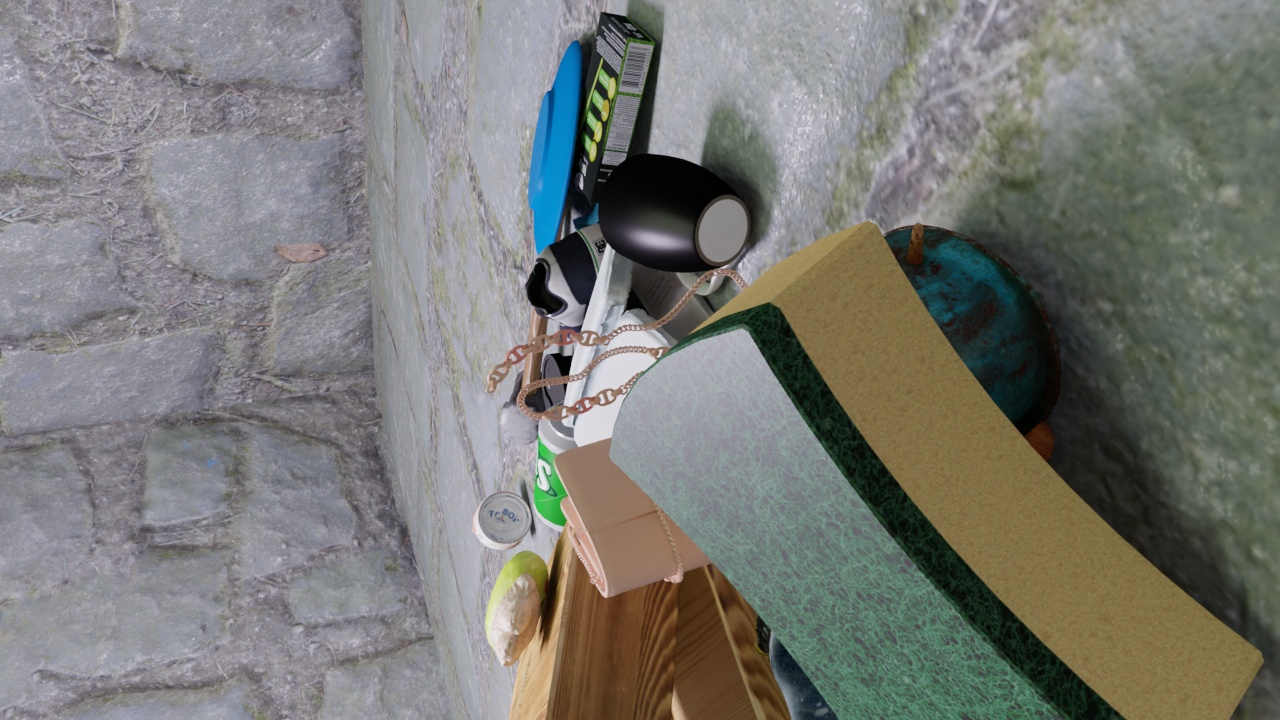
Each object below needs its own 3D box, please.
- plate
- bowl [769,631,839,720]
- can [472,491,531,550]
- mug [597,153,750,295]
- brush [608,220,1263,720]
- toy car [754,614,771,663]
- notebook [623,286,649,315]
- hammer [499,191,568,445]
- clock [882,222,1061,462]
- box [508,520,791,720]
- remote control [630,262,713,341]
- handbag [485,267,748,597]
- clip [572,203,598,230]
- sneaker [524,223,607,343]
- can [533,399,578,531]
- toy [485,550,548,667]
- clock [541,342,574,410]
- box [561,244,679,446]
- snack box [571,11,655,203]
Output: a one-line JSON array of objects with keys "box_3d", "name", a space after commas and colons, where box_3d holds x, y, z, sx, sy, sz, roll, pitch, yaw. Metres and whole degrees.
[{"box_3d": [-0.095, -0.214, 0.943, 0.224, 0.024, 0.224, -174, 91, -77], "name": "plate"}, {"box_3d": [0.129, 0.192, 0.572, 0.110, 0.055, 0.110, 172, 90, -69], "name": "bowl"}, {"box_3d": [-0.211, 0.245, 1.404, 0.043, 0.086, 0.086, 128, 130, -59], "name": "can"}, {"box_3d": [0.036, -0.093, 0.690, 0.100, 0.084, 0.119, 28, 154, 50], "name": "mug"}, {"box_3d": [0.106, 0.081, 0.416, 0.250, 0.075, 0.195, 49, 155, 4], "name": "brush"}, {"box_3d": [0.113, 0.213, 0.655, 0.107, 0.030, 0.049, -122, 33, -48], "name": "toy car"}, {"box_3d": [0.012, 0.038, 0.851, 0.170, 0.029, 0.208, 124, 137, -57], "name": "notebook"}, {"box_3d": [-0.121, -0.051, 1.105, 0.097, 0.052, 0.329, -77, -1, -61], "name": "hammer"}, {"box_3d": [0.144, 0.012, 0.448, 0.157, 0.073, 0.121, 63, 155, -6], "name": "clock"}, {"box_3d": [0.005, 0.281, 0.818, 0.280, 0.220, 0.258, 112, 166, -52], "name": "box"}, {"box_3d": [0.024, -0.055, 0.778, 0.050, 0.011, 0.135, -60, 45, 33], "name": "remote control"}, {"box_3d": [0.013, 0.059, 0.625, 0.116, 0.198, 0.187, -126, 27, -51], "name": "handbag"}, {"box_3d": [-0.032, -0.140, 0.901, 0.119, 0.033, 0.121, 100, 151, -46], "name": "clip"}, {"box_3d": [-0.079, -0.066, 0.935, 0.236, 0.079, 0.084, 117, 130, -73], "name": "sneaker"}, {"box_3d": [-0.070, 0.116, 1.002, 0.087, 0.087, 0.140, -122, 32, -46], "name": "can"}, {"box_3d": [-0.106, 0.212, 0.778, 0.115, 0.046, 0.092, -128, 57, -80], "name": "toy"}, {"box_3d": [-0.083, 0.041, 1.067, 0.121, 0.042, 0.091, 108, 147, -48], "name": "clock"}, {"box_3d": [-0.021, 0.008, 0.798, 0.211, 0.084, 0.185, 114, 143, -52], "name": "box"}, {"box_3d": [-0.029, -0.225, 0.823, 0.080, 0.025, 0.148, -119, 37, -50], "name": "snack box"}]
